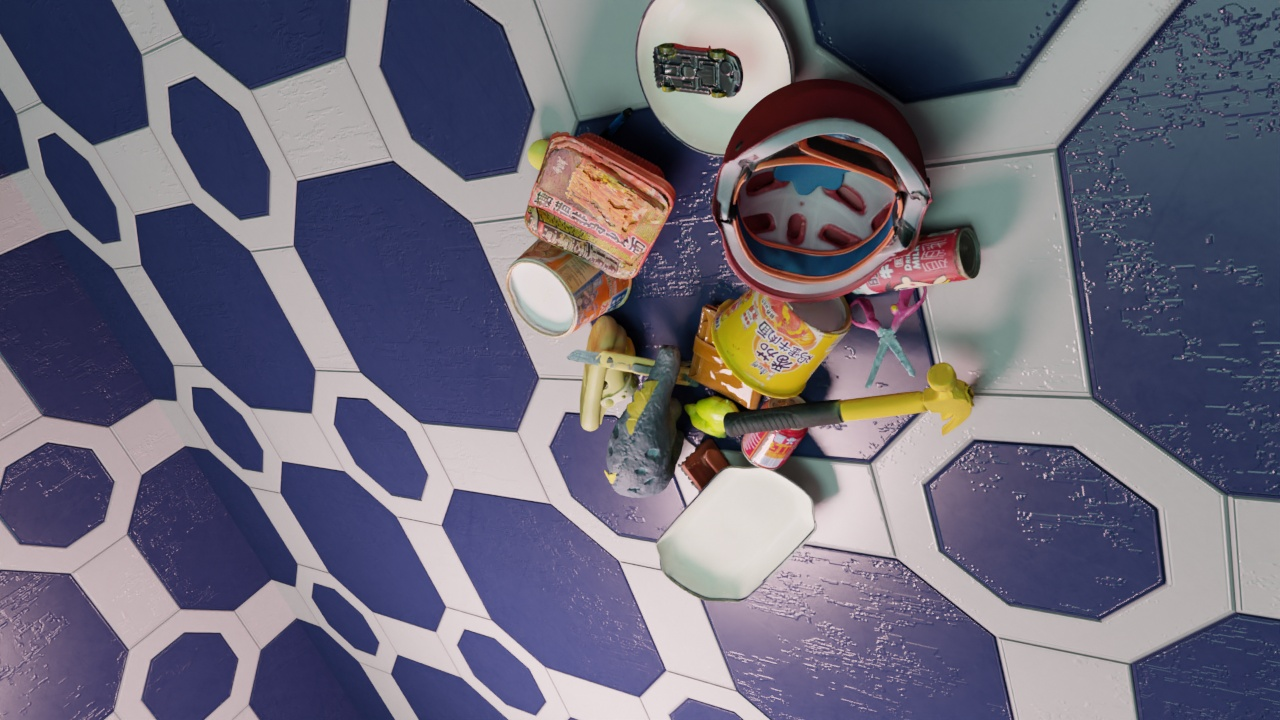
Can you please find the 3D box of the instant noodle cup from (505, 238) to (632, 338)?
[{"bbox_3d":[-0.103,-0.108,1.248,0.151,0.111,0.152,23,134,26],"label":"instant noodle cup"}]

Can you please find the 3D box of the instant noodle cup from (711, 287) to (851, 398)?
[{"bbox_3d":[0.168,-0.041,1.064,0.138,0.137,0.110,43,131,4],"label":"instant noodle cup"}]

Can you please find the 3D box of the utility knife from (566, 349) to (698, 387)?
[{"bbox_3d":[-0.008,0.007,1.266,0.190,0.020,0.031,13,113,-7],"label":"utility knife"}]

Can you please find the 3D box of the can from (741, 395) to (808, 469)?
[{"bbox_3d":[0.179,0.092,1.204,0.066,0.066,0.094,36,138,12],"label":"can"}]

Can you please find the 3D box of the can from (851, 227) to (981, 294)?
[{"bbox_3d":[0.284,-0.103,0.970,0.133,0.053,0.053,-7,117,43],"label":"can"}]

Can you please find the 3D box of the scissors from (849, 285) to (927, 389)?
[{"bbox_3d":[0.269,-0.033,1.019,0.130,0.017,0.133,24,94,50],"label":"scissors"}]

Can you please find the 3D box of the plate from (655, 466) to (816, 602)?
[{"bbox_3d":[0.134,0.243,1.306,0.162,0.034,0.266,33,121,-4],"label":"plate"}]

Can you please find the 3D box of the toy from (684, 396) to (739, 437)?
[{"bbox_3d":[0.104,0.079,1.275,0.097,0.031,0.100,28,152,13],"label":"toy"}]

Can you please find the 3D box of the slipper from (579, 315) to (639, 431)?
[{"bbox_3d":[-0.044,0.021,1.337,0.081,0.091,0.191,5,125,-13],"label":"slipper"}]

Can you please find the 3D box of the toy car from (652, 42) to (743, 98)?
[{"bbox_3d":[0.061,-0.302,0.953,0.106,0.031,0.049,18,132,31],"label":"toy car"}]

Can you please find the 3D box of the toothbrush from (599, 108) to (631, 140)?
[{"bbox_3d":[-0.066,-0.263,1.166,0.014,0.016,0.190,45,139,-10],"label":"toothbrush"}]

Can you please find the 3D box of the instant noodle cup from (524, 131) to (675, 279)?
[{"bbox_3d":[-0.046,-0.200,1.126,0.164,0.078,0.189,28,145,-4],"label":"instant noodle cup"}]

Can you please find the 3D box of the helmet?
[{"bbox_3d":[0.178,-0.181,0.925,0.207,0.143,0.241,9,147,0],"label":"helmet"}]

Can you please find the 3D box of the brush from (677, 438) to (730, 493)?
[{"bbox_3d":[0.122,0.188,1.332,0.146,0.063,0.069,55,152,-12],"label":"brush"}]

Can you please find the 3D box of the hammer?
[{"bbox_3d":[0.237,0.060,1.080,0.301,0.032,0.128,-9,148,31],"label":"hammer"}]

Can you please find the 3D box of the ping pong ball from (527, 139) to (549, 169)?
[{"bbox_3d":[-0.126,-0.267,1.193,0.040,0.040,0.040,22,134,25],"label":"ping pong ball"}]

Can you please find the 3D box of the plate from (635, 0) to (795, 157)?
[{"bbox_3d":[0.083,-0.315,0.980,0.192,0.038,0.193,23,134,25],"label":"plate"}]

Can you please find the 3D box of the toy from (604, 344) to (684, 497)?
[{"bbox_3d":[0.008,0.125,1.305,0.091,0.137,0.357,26,147,16],"label":"toy"}]

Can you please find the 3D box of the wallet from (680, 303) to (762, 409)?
[{"bbox_3d":[0.115,-0.009,1.207,0.119,0.035,0.131,23,135,15],"label":"wallet"}]
